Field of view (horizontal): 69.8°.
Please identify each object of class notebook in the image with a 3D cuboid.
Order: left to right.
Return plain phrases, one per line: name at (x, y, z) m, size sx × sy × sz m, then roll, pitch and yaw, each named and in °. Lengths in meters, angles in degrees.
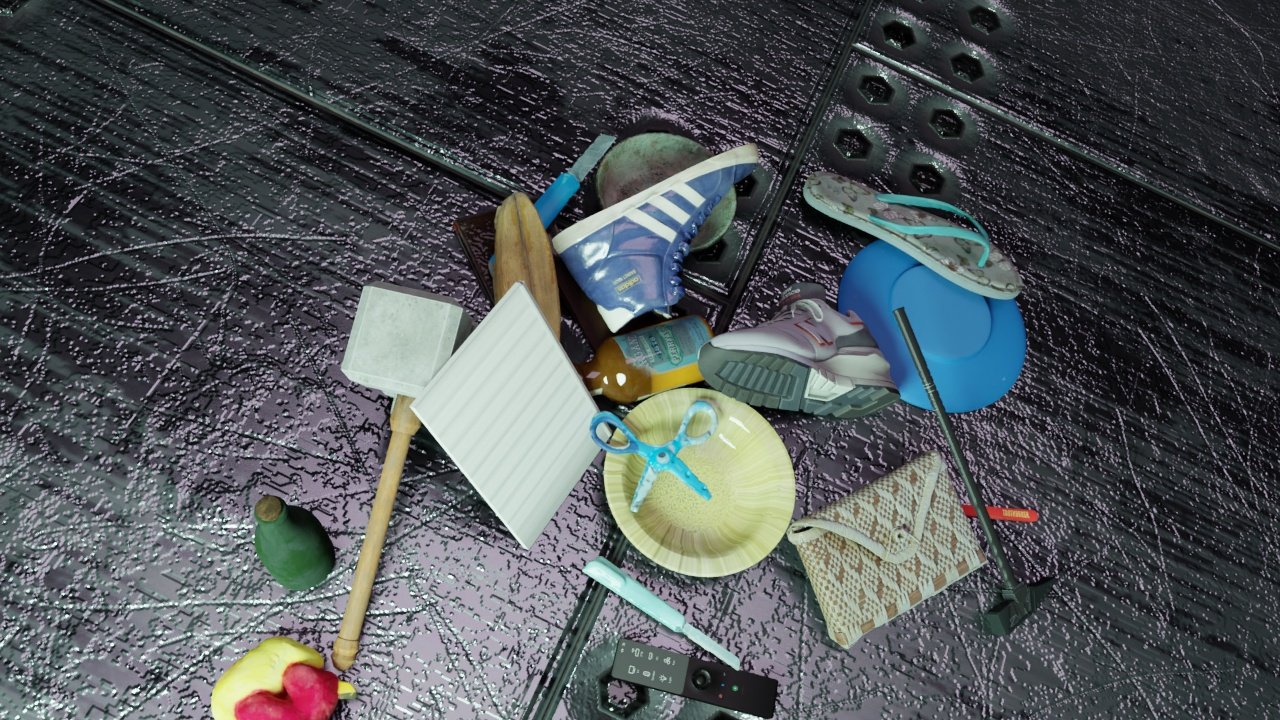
notebook at (-0.102, 0.053, 0.804) m, size 0.009 × 0.210 × 0.142 m, roll 16°, pitch 57°, yaw 36°

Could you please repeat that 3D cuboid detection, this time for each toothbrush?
toothbrush at (0.308, 0.149, 0.930) m, size 0.212 × 0.018 × 0.012 m, roll 6°, pitch 65°, yaw -9°

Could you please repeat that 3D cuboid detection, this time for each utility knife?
utility knife at (-0.091, -0.164, 0.961) m, size 0.031 × 0.015 × 0.221 m, roll 37°, pitch 69°, yaw -1°
utility knife at (0.021, 0.229, 0.833) m, size 0.166 × 0.015 × 0.022 m, roll 33°, pitch 63°, yaw 9°

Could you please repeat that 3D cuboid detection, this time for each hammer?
hammer at (-0.217, 0.107, 0.792) m, size 0.083 × 0.163 × 0.317 m, roll 13°, pitch 82°, yaw 2°
hammer at (0.317, 0.098, 0.892) m, size 0.094 × 0.015 × 0.325 m, roll -24°, pitch 92°, yaw -32°

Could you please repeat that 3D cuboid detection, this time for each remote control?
remote control at (0.049, 0.284, 0.820) m, size 0.150 × 0.013 × 0.034 m, roll 16°, pitch 64°, yaw -4°

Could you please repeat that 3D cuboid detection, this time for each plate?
plate at (0.054, 0.119, 0.883) m, size 0.184 × 0.036 × 0.184 m, roll 4°, pitch 65°, yaw -9°
plate at (0.330, -0.050, 1.022) m, size 0.224 × 0.024 × 0.224 m, roll 4°, pitch 65°, yaw -9°

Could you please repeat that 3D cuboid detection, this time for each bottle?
bottle at (-0.280, 0.140, 0.729) m, size 0.055 × 0.174 × 0.055 m, roll 4°, pitch 65°, yaw -10°
bottle at (-0.005, 0.005, 0.905) m, size 0.156 × 0.068 × 0.067 m, roll -16°, pitch 70°, yaw -18°

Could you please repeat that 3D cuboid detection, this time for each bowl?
bowl at (0.025, -0.176, 1.009) m, size 0.157 × 0.039 × 0.157 m, roll 4°, pitch 65°, yaw -9°

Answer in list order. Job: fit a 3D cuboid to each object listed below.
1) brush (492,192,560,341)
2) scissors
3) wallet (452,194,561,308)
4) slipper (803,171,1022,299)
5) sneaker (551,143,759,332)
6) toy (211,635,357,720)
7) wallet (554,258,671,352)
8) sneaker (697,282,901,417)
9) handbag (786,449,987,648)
brush at (-0.115, -0.067, 0.903) m, size 0.059 × 0.043 × 0.195 m, roll -5°, pitch 86°, yaw -28°
scissors at (0.015, 0.081, 0.866) m, size 0.139 × 0.011 × 0.133 m, roll 29°, pitch 65°, yaw 3°
wallet at (-0.127, -0.111, 0.956) m, size 0.099 × 0.031 × 0.120 m, roll -22°, pitch 74°, yaw -18°
slipper at (0.316, -0.160, 1.040) m, size 0.269 × 0.055 × 0.098 m, roll 29°, pitch 44°, yaw 9°
sneaker at (0.042, -0.116, 0.916) m, size 0.232 × 0.091 × 0.118 m, roll -27°, pitch 90°, yaw -13°
toy at (-0.279, 0.286, 0.733) m, size 0.105 × 0.067 × 0.137 m, roll -19°, pitch 59°, yaw -21°
wallet at (-0.032, -0.066, 0.949) m, size 0.091 × 0.018 × 0.115 m, roll -31°, pitch 93°, yaw -23°
sneaker at (0.153, -0.021, 0.925) m, size 0.239 × 0.089 × 0.124 m, roll 15°, pitch 54°, yaw -30°
handbag at (0.238, 0.175, 0.874) m, size 0.185 × 0.047 × 0.124 m, roll -23°, pitch 92°, yaw -20°
